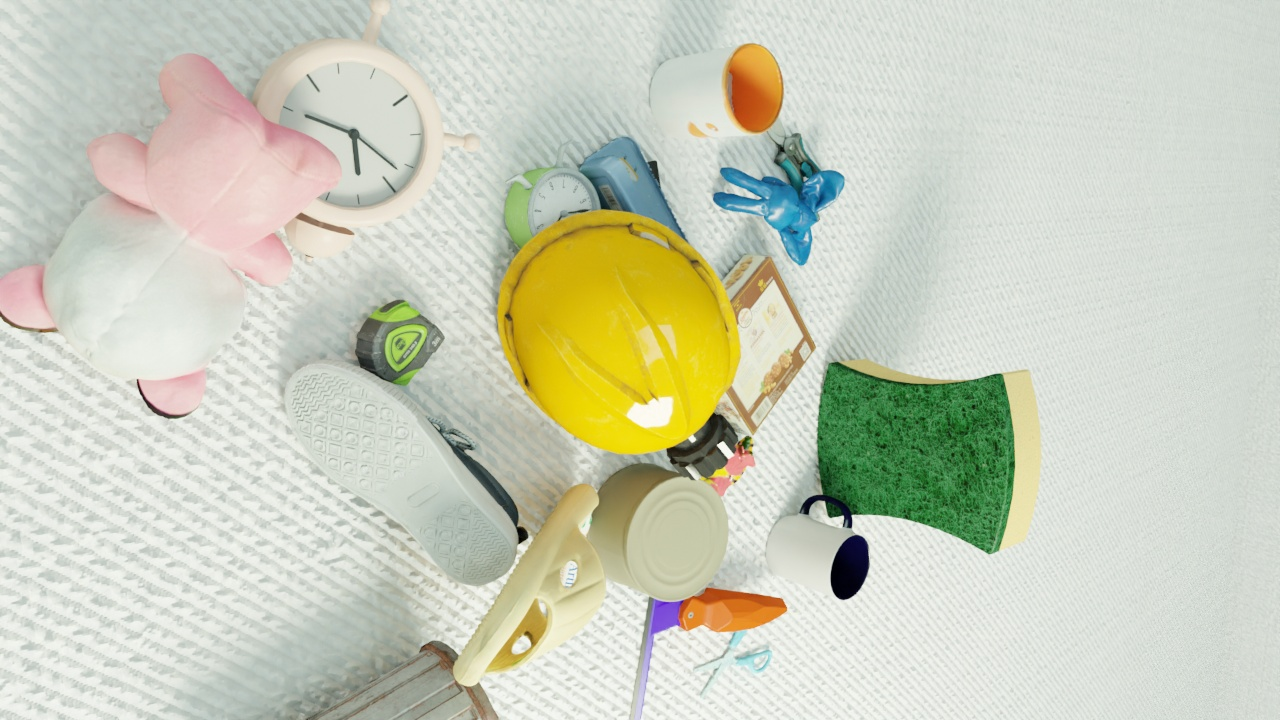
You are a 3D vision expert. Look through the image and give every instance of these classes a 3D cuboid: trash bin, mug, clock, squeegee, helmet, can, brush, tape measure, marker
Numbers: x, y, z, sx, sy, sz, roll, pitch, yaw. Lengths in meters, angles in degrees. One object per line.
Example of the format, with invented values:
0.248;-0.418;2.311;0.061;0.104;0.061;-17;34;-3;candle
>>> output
-0.212;0.322;0.723;0.210;0.131;0.131;-23;112;-35;trash bin
0.073;-0.257;0.887;0.082;0.105;0.082;-8;102;-40;mug
-0.075;-0.126;0.823;0.094;0.043;0.119;-38;120;-29;clock
0.092;0.280;1.029;0.184;0.055;0.249;8;92;-34;squeegee
-0.005;0.005;0.793;0.205;0.131;0.255;-35;120;7;helmet
0.018;0.172;0.923;0.127;0.073;0.128;-3;95;-34;can
0.331;0.103;1.078;0.075;0.251;0.195;-5;97;-41;brush
-0.220;-0.167;0.676;0.160;0.086;0.131;-44;123;-16;clock
-0.199;-0.015;0.739;0.065;0.036;0.059;-55;137;-24;tape measure
0.216;0.218;1.100;0.078;0.097;0.112;13;88;-42;mug
-0.068;0.196;0.901;0.017;0.017;0.145;19;85;-42;marker

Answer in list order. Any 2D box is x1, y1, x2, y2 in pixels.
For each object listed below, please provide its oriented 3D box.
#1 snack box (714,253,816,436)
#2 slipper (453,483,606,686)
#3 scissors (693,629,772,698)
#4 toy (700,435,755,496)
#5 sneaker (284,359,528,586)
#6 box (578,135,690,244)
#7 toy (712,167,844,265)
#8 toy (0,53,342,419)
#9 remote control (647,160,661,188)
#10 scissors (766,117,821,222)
0.118;-0.018;1.011;0.142;0.041;0.147;-50;126;-23;snack box
-0.074;0.193;0.774;0.111;0.079;0.260;-54;180;23;slipper
0.117;0.357;1.099;0.138;0.015;0.120;-48;124;-17;scissors
0.090;0.116;1.004;0.103;0.046;0.084;-6;119;-49;toy
-0.179;0.082;0.741;0.089;0.087;0.235;-36;106;13;sneaker
0.022;-0.115;0.881;0.078;0.073;0.210;-42;116;-27;box
0.159;-0.171;1.006;0.176;0.071;0.113;14;99;-42;toy
-0.296;-0.076;0.587;0.142;0.084;0.213;37;95;-32;toy
0.015;-0.125;0.919;0.033;0.015;0.147;-23;112;-37;remote control
0.183;-0.224;1.048;0.149;0.019;0.131;-7;100;-39;scissors
